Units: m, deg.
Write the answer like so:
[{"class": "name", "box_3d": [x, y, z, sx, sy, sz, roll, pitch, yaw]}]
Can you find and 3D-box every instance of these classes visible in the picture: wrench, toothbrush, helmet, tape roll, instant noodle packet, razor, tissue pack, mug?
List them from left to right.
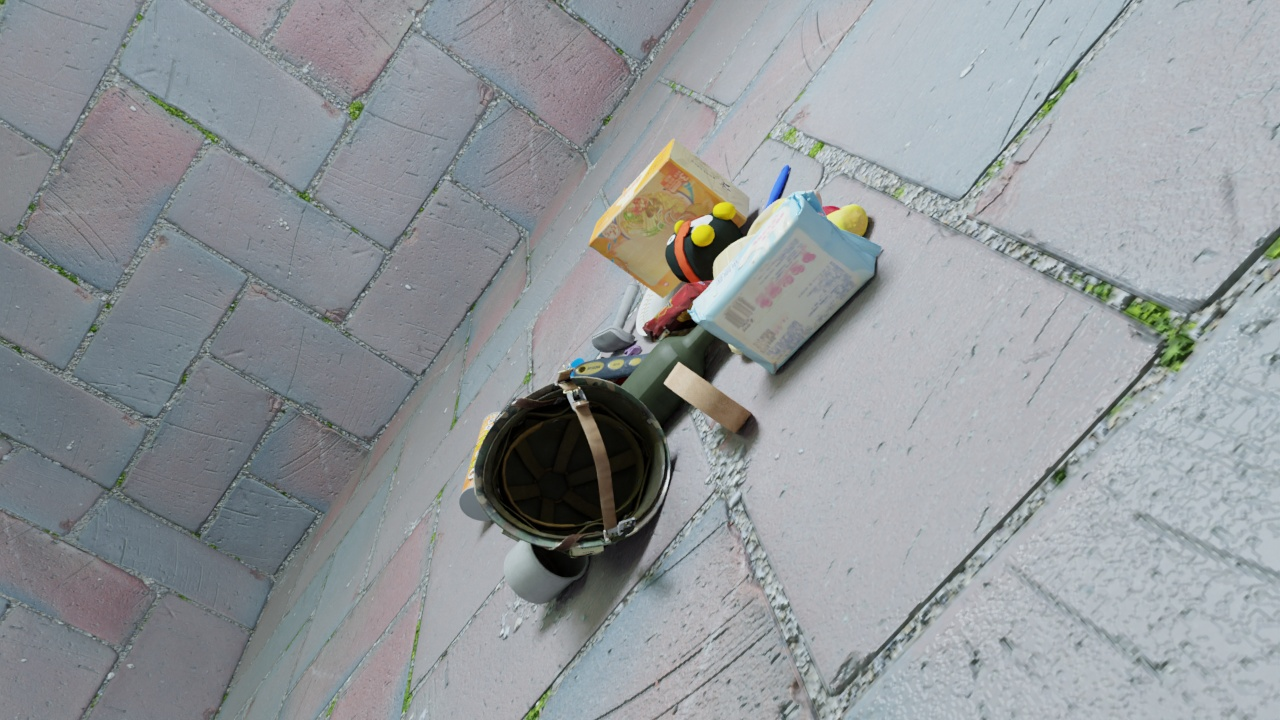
[{"class": "mug", "box_3d": [-0.111, 0.235, 1.118, 0.071, 0.084, 0.113, -47, 12, 33]}, {"class": "helmet", "box_3d": [-0.074, 0.118, 1.020, 0.237, 0.223, 0.192, -36, 69, 52]}, {"class": "razor", "box_3d": [-0.028, -0.074, 1.484, 0.088, 0.047, 0.116, -21, 44, 61]}, {"class": "wrench", "box_3d": [-0.008, 0.008, 1.264, 0.274, 0.022, 0.073, -8, 58, 50]}, {"class": "instant noodle packet", "box_3d": [0.069, -0.066, 1.165, 0.099, 0.039, 0.135, -40, -14, 32]}, {"class": "tape roll", "box_3d": [0.070, 0.039, 0.966, 0.027, 0.094, 0.094, -55, 18, 2]}, {"class": "toothbrush", "box_3d": [0.178, -0.206, 1.256, 0.016, 0.018, 0.182, -31, 27, 53]}, {"class": "tissue pack", "box_3d": [0.149, -0.081, 0.944, 0.182, 0.112, 0.069, -48, 20, 22]}]

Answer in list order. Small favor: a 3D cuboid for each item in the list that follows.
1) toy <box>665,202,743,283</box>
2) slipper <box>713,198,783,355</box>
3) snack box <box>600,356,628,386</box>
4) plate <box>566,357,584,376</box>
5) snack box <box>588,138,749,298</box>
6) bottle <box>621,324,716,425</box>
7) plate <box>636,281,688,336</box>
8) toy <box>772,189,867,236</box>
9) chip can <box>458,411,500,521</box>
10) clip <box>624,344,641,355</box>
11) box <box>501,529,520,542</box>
[{"class": "toy", "box_3d": [0.080, -0.146, 1.233, 0.119, 0.100, 0.097, -8, 32, 45]}, {"class": "slipper", "box_3d": [0.139, -0.121, 1.102, 0.112, 0.079, 0.260, -37, 25, 38]}, {"class": "snack box", "box_3d": [-0.040, 0.029, 1.373, 0.051, 0.031, 0.141, -58, 18, -6]}, {"class": "plate", "box_3d": [-0.128, 0.104, 1.449, 0.225, 0.024, 0.223, -58, 18, 30]}, {"class": "snack box", "box_3d": [0.041, -0.206, 1.333, 0.196, 0.145, 0.080, -41, 23, 38]}, {"class": "bottle", "box_3d": [0.029, 0.024, 1.133, 0.207, 0.071, 0.071, -49, 19, 22]}, {"class": "plate", "box_3d": [0.074, -0.135, 1.393, 0.243, 0.016, 0.242, -48, 19, 23]}, {"class": "toy", "box_3d": [0.191, -0.144, 1.023, 0.105, 0.067, 0.137, -33, 27, -1]}, {"class": "chip can", "box_3d": [-0.259, 0.181, 1.604, 0.075, 0.075, 0.214, -47, 19, 25]}, {"class": "clip", "box_3d": [-0.015, -0.012, 1.415, 0.050, 0.014, 0.046, -51, 15, 25]}, {"class": "box", "box_3d": [-0.136, 0.181, 1.246, 0.117, 0.050, 0.206, -61, 2, -25]}]
